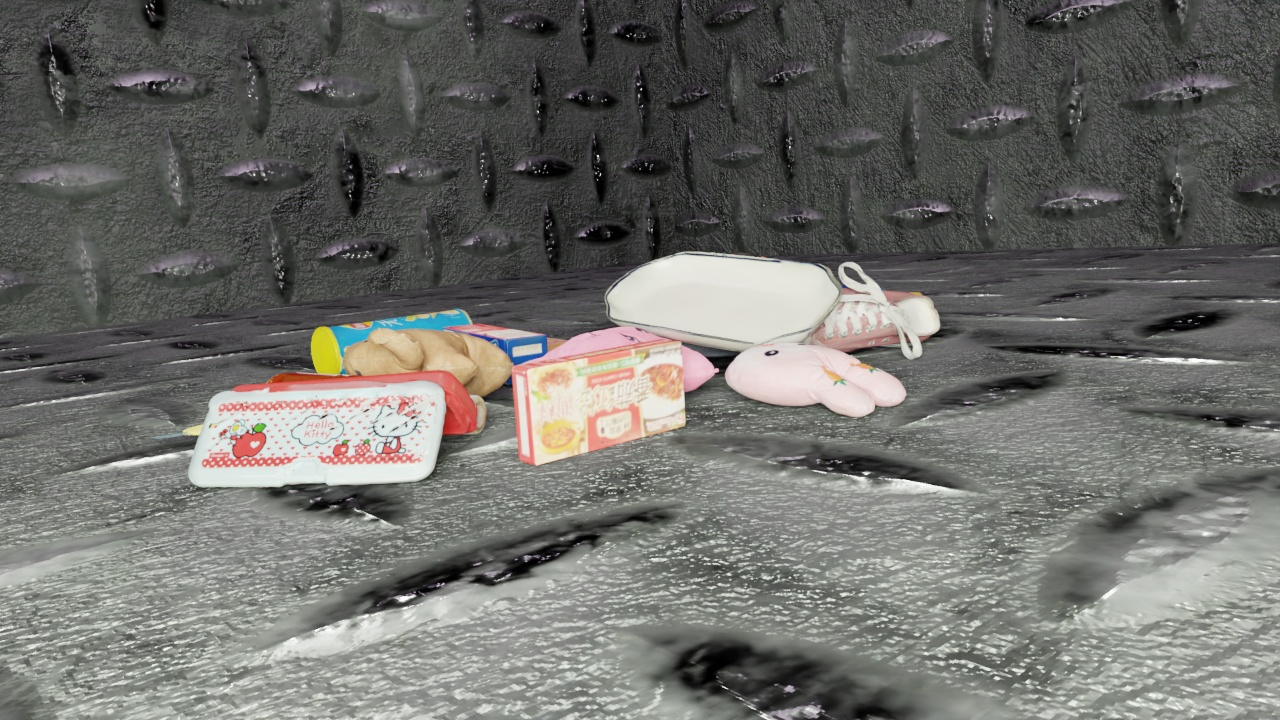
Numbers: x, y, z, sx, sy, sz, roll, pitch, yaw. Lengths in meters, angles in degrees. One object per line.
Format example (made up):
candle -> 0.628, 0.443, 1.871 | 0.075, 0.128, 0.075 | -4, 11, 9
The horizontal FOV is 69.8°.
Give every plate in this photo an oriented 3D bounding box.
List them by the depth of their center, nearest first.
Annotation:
plate -> 0.085, -0.060, 0.986 | 0.266, 0.034, 0.161 | 10, 39, 34

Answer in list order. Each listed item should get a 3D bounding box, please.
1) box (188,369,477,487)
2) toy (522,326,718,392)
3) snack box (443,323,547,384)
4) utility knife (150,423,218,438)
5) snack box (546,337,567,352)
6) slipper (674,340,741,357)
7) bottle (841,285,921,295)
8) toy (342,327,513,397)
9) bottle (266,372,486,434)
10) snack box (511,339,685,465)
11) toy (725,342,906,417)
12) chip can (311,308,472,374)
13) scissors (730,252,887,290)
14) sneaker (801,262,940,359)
box -> -0.238, 0.066, 0.727 | 0.201, 0.100, 0.095 | -4, -32, 11
toy -> -0.006, 0.005, 0.884 | 0.179, 0.074, 0.194 | 5, 12, 22
snack box -> -0.182, -0.010, 1.129 | 0.058, 0.057, 0.208 | -7, 9, -31
utility knife -> -0.379, 0.059, 0.898 | 0.178, 0.019, 0.031 | -3, 3, -32
snack box -> -0.135, -0.009, 1.195 | 0.084, 0.026, 0.157 | -10, 10, -32
slipper -> 0.117, -0.047, 1.094 | 0.111, 0.083, 0.267 | 5, 7, 37
bottle -> 0.278, -0.070, 1.260 | 0.218, 0.065, 0.065 | -4, 9, -4
toy -> -0.219, 0.004, 0.885 | 0.143, 0.082, 0.225 | -8, -5, 13
bottle -> -0.237, 0.043, 0.816 | 0.206, 0.060, 0.059 | 2, 11, 16
snack box -> -0.029, 0.030, 0.731 | 0.152, 0.075, 0.025 | -11, 12, -37
toy -> 0.155, 0.016, 0.824 | 0.121, 0.054, 0.160 | -13, 21, -43
chip can -> -0.329, -0.024, 1.236 | 0.209, 0.071, 0.071 | -13, 12, -43
scissors -> 0.187, -0.088, 1.129 | 0.225, 0.015, 0.189 | -4, -25, 29
sneaker -> 0.248, -0.050, 1.032 | 0.240, 0.118, 0.088 | -3, -13, -24
